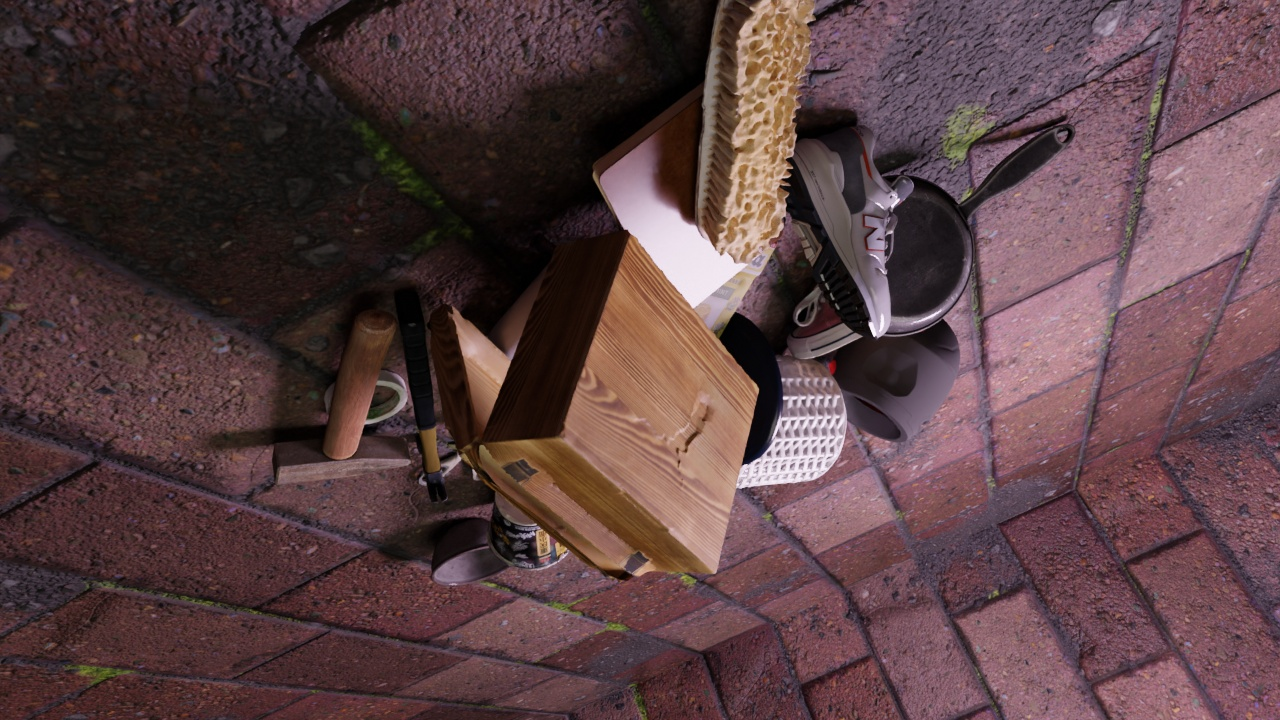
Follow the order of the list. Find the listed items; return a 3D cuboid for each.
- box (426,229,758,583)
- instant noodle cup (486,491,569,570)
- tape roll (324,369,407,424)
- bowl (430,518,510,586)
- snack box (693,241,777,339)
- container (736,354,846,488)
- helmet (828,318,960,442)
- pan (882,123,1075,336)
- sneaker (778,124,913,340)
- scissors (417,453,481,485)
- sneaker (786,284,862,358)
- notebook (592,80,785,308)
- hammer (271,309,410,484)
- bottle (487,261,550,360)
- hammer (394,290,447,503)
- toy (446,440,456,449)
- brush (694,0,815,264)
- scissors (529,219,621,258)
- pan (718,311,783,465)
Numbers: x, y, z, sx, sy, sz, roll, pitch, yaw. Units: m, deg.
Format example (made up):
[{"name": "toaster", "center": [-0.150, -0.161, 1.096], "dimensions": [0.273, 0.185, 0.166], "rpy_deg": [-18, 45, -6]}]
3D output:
[{"name": "box", "center": [-0.072, 0.076, 0.938], "dimensions": [0.264, 0.268, 0.279], "rpy_deg": [-8, 141, 33]}, {"name": "instant noodle cup", "center": [-0.165, 0.230, 1.390], "dimensions": [0.137, 0.137, 0.112], "rpy_deg": [-13, 141, -16]}, {"name": "tape roll", "center": [-0.321, 0.044, 1.075], "dimensions": [0.093, 0.018, 0.094], "rpy_deg": [-16, 151, -9]}, {"name": "bowl", "center": [-0.275, 0.304, 1.490], "dimensions": [0.145, 0.067, 0.145], "rpy_deg": [-16, 151, -10]}, {"name": "snack box", "center": [0.065, -0.077, 1.041], "dimensions": [0.121, 0.045, 0.181], "rpy_deg": [12, 115, -44]}, {"name": "container", "center": [0.156, 0.084, 1.283], "dimensions": [0.186, 0.189, 0.190], "rpy_deg": [1, 144, -36]}, {"name": "helmet", "center": [0.367, 0.004, 1.312], "dimensions": [0.169, 0.164, 0.265], "rpy_deg": [-56, 166, -8]}, {"name": "pan", "center": [0.370, -0.170, 1.070], "dimensions": [0.357, 0.187, 0.055], "rpy_deg": [-35, -170, 0]}, {"name": "sneaker", "center": [0.240, -0.146, 0.982], "dimensions": [0.124, 0.089, 0.240], "rpy_deg": [-36, 113, -9]}, {"name": "scissors", "center": [-0.246, 0.136, 1.286], "dimensions": [0.157, 0.012, 0.168], "rpy_deg": [-28, 149, 7]}, {"name": "sneaker", "center": [0.260, -0.069, 1.199], "dimensions": [0.118, 0.088, 0.242], "rpy_deg": [-29, 180, -29]}, {"name": "notebook", "center": [0.058, -0.156, 0.904], "dimensions": [0.167, 0.024, 0.225], "rpy_deg": [-39, 141, -6]}, {"name": "hammer", "center": [-0.313, 0.044, 1.020], "dimensions": [0.157, 0.037, 0.302], "rpy_deg": [-3, 147, -29]}, {"name": "bottle", "center": [-0.134, -0.034, 1.032], "dimensions": [0.052, 0.052, 0.196], "rpy_deg": [8, 139, -42]}, {"name": "hammer", "center": [-0.251, 0.052, 1.059], "dimensions": [0.025, 0.117, 0.334], "rpy_deg": [-11, 144, -16]}, {"name": "toy", "center": [-0.146, 0.075, 1.181], "dimensions": [0.179, 0.078, 0.153], "rpy_deg": [1, 151, -32]}, {"name": "brush", "center": [0.097, -0.211, 0.820], "dimensions": [0.083, 0.056, 0.272], "rpy_deg": [-20, 136, -25]}, {"name": "scissors", "center": [-0.025, -0.102, 0.953], "dimensions": [0.194, 0.015, 0.180], "rpy_deg": [5, 119, -18]}, {"name": "pan", "center": [0.080, 0.098, 1.197], "dimensions": [0.021, 0.198, 0.357], "rpy_deg": [-9, 132, -35]}]
